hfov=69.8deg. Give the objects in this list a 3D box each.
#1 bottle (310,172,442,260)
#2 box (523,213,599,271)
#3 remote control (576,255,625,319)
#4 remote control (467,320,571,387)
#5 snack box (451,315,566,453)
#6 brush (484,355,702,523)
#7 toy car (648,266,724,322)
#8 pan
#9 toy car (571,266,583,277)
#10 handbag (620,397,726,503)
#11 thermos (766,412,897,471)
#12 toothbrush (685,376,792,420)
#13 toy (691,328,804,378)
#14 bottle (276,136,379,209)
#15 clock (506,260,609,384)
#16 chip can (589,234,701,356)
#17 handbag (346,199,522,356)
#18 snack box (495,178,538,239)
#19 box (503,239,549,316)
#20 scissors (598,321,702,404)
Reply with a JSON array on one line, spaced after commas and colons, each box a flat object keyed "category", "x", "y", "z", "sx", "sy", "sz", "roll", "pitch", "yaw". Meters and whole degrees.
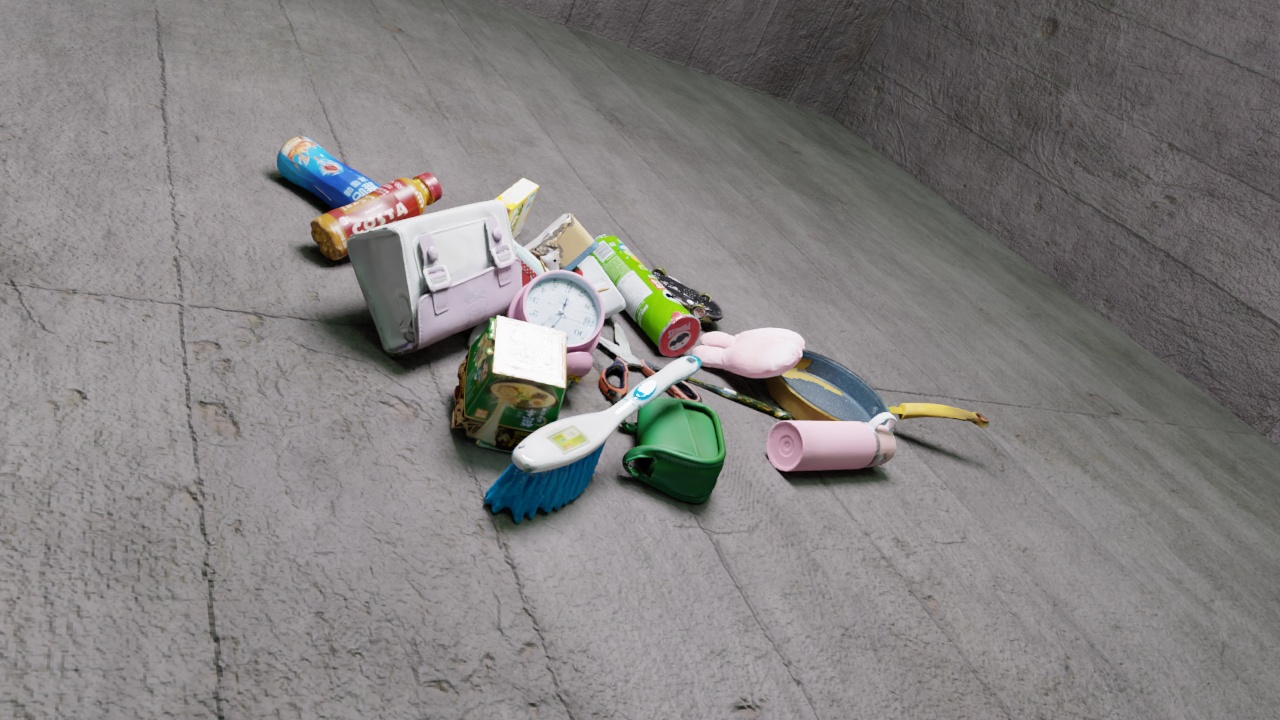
[{"category": "bottle", "x": -0.335, "y": -0.190, "z": 1.181, "sx": 0.057, "sy": 0.058, "sz": 0.174, "roll": 38, "pitch": 54, "yaw": 22}, {"category": "box", "x": -0.116, "y": -0.159, "z": 1.297, "sx": 0.062, "sy": 0.090, "sz": 0.184, "roll": 50, "pitch": 1, "yaw": -11}, {"category": "remote control", "x": -0.070, "y": -0.106, "z": 1.354, "sx": 0.056, "sy": 0.020, "sz": 0.136, "roll": -27, "pitch": 45, "yaw": -8}, {"category": "remote control", "x": -0.146, "y": -0.005, "z": 1.131, "sx": 0.135, "sy": 0.019, "sz": 0.056, "roll": 27, "pitch": 27, "yaw": 1}, {"category": "snack box", "x": -0.128, "y": 0.022, "z": 0.968, "sx": 0.117, "sy": 0.106, "sz": 0.118, "roll": 13, "pitch": 49, "yaw": -19}, {"category": "brush", "x": -0.036, "y": 0.072, "z": 0.982, "sx": 0.060, "sy": 0.110, "sz": 0.313, "roll": 37, "pitch": 31, "yaw": 21}, {"category": "toy car", "x": 0.059, "y": -0.101, "z": 1.459, "sx": 0.158, "sy": 0.042, "sz": 0.070, "roll": 27, "pitch": 27, "yaw": 4}, {"category": "pan", "x": 0.360, "y": 0.064, "z": 1.391, "sx": 0.357, "sy": 0.078, "sz": 0.197, "roll": 20, "pitch": 28, "yaw": -13}, {"category": "toy car", "x": -0.094, "y": -0.096, "z": 1.307, "sx": 0.031, "sy": 0.049, "sz": 0.106, "roll": 18, "pitch": 25, "yaw": -23}, {"category": "handbag", "x": 0.035, "y": 0.099, "z": 1.064, "sx": 0.120, "sy": 0.068, "sz": 0.131, "roll": 12, "pitch": 30, "yaw": -8}, {"category": "thermos", "x": 0.264, "y": 0.106, "z": 1.222, "sx": 0.198, "sy": 0.087, "sz": 0.067, "roll": 3, "pitch": 37, "yaw": -36}, {"category": "toothbrush", "x": 0.130, "y": 0.047, "z": 1.286, "sx": 0.186, "sy": 0.017, "sz": 0.012, "roll": 22, "pitch": 47, "yaw": -10}, {"category": "toy", "x": 0.158, "y": -0.014, "z": 1.342, "sx": 0.160, "sy": 0.054, "sz": 0.121, "roll": 5, "pitch": 28, "yaw": 21}, {"category": "bottle", "x": -0.400, "y": -0.229, "z": 1.259, "sx": 0.219, "sy": 0.065, "sz": 0.065, "roll": 34, "pitch": 28, "yaw": 13}, {"category": "clock", "x": -0.103, "y": -0.035, "z": 1.095, "sx": 0.117, "sy": 0.060, "sz": 0.158, "roll": 21, "pitch": 66, "yaw": -12}, {"category": "chip can", "x": -0.002, "y": -0.102, "z": 1.376, "sx": 0.072, "sy": 0.072, "sz": 0.236, "roll": 2, "pitch": 35, "yaw": -40}, {"category": "handbag", "x": -0.228, "y": -0.102, "z": 1.075, "sx": 0.099, "sy": 0.145, "sz": 0.196, "roll": -2, "pitch": 17, "yaw": 32}, {"category": "snack box", "x": -0.200, "y": -0.217, "z": 1.387, "sx": 0.034, "sy": 0.087, "sz": 0.140, "roll": 26, "pitch": 27, "yaw": -3}, {"category": "box", "x": -0.172, "y": -0.123, "z": 1.229, "sx": 0.201, "sy": 0.102, "sz": 0.095, "roll": 41, "pitch": 31, "yaw": 27}, {"category": "scissors", "x": -0.008, "y": 0.008, "z": 1.235, "sx": 0.189, "sy": 0.015, "sz": 0.222, "roll": 19, "pitch": 28, "yaw": -14}]
